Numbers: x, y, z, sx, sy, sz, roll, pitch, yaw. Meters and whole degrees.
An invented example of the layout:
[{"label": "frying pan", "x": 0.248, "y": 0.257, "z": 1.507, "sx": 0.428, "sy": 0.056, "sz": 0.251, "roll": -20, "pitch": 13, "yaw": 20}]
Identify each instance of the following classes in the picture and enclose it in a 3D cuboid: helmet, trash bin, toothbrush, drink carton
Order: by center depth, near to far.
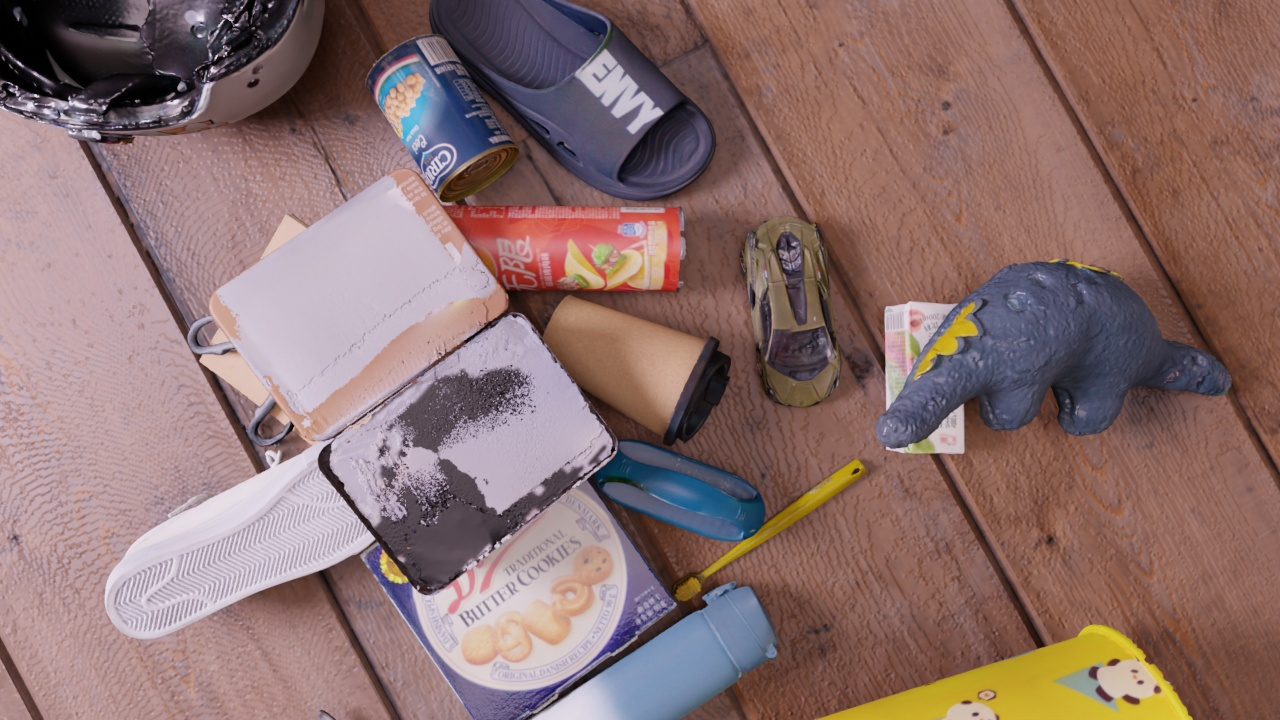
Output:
[{"label": "trash bin", "x": 0.245, "y": 0.332, "z": 0.655, "sx": 0.255, "sy": 0.229, "sz": 0.229, "roll": -14, "pitch": 88, "yaw": 2}, {"label": "helmet", "x": -0.358, "y": -0.270, "z": 0.688, "sx": 0.274, "sy": 0.156, "sz": 0.230, "roll": -7, "pitch": 89, "yaw": 8}, {"label": "drink carton", "x": 0.231, "y": 0.015, "z": 0.749, "sx": 0.053, "sy": 0.045, "sz": 0.122, "roll": 0, "pitch": 89, "yaw": -15}, {"label": "toothbrush", "x": 0.106, "y": 0.140, "z": 0.753, "sx": 0.190, "sy": 0.016, "sz": 0.015, "roll": -34, "pitch": 90, "yaw": -3}]

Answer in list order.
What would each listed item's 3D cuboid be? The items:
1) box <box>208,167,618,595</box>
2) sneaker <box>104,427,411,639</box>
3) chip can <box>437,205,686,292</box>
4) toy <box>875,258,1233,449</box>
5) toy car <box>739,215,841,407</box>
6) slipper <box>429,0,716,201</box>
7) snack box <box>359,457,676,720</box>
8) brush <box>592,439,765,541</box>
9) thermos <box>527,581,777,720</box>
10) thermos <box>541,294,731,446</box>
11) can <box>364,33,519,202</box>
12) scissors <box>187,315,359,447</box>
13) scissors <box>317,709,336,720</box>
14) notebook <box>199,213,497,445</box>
[{"label": "box", "x": -0.161, "y": 0.010, "z": 0.655, "sx": 0.177, "sy": 0.082, "sz": 0.260, "roll": -37, "pitch": 95, "yaw": -9}, {"label": "sneaker", "x": -0.285, "y": 0.122, "z": 0.712, "sx": 0.242, "sy": 0.091, "sz": 0.089, "roll": -28, "pitch": 110, "yaw": -14}, {"label": "chip can", "x": -0.073, "y": -0.090, "z": 0.731, "sx": 0.216, "sy": 0.073, "sz": 0.073, "roll": -1, "pitch": 87, "yaw": -3}, {"label": "toy", "x": 0.324, "y": -0.009, "z": 0.712, "sx": 0.355, "sy": 0.092, "sz": 0.137, "roll": -3, "pitch": 82, "yaw": -23}, {"label": "toy car", "x": 0.126, "y": -0.039, "z": 0.752, "sx": 0.070, "sy": 0.042, "sz": 0.158, "roll": -9, "pitch": 90, "yaw": -2}, {"label": "slipper", "x": -0.061, "y": -0.229, "z": 0.734, "sx": 0.268, "sy": 0.083, "sz": 0.110, "roll": 37, "pitch": 88, "yaw": 1}, {"label": "snack box", "x": -0.096, "y": 0.172, "z": 0.731, "sx": 0.178, "sy": 0.046, "sz": 0.182, "roll": -36, "pitch": 90, "yaw": -4}, {"label": "brush", "x": 0.031, "y": 0.103, "z": 0.724, "sx": 0.144, "sy": 0.073, "sz": 0.055, "roll": 21, "pitch": 82, "yaw": -1}, {"label": "thermos", "x": 0.007, "y": 0.257, "z": 0.722, "sx": 0.220, "sy": 0.070, "sz": 0.070, "roll": -33, "pitch": 89, "yaw": -4}, {"label": "thermos", "x": -0.004, "y": 0.004, "z": 0.725, "sx": 0.143, "sy": 0.093, "sz": 0.093, "roll": 25, "pitch": 86, "yaw": 8}, {"label": "can", "x": -0.158, "y": -0.193, "z": 0.730, "sx": 0.075, "sy": 0.075, "sz": 0.111, "roll": -33, "pitch": 89, "yaw": -3}, {"label": "scissors", "x": -0.273, "y": -0.006, "z": 0.723, "sx": 0.181, "sy": 0.014, "sz": 0.159, "roll": 5, "pitch": 103, "yaw": 7}, {"label": "scissors", "x": -0.164, "y": 0.355, "z": 0.718, "sx": 0.204, "sy": 0.022, "sz": 0.224, "roll": -23, "pitch": 85, "yaw": -1}, {"label": "notebook", "x": -0.231, "y": 0.006, "z": 0.732, "sx": 0.211, "sy": 0.012, "sz": 0.150, "roll": 37, "pitch": 103, "yaw": 0}]
